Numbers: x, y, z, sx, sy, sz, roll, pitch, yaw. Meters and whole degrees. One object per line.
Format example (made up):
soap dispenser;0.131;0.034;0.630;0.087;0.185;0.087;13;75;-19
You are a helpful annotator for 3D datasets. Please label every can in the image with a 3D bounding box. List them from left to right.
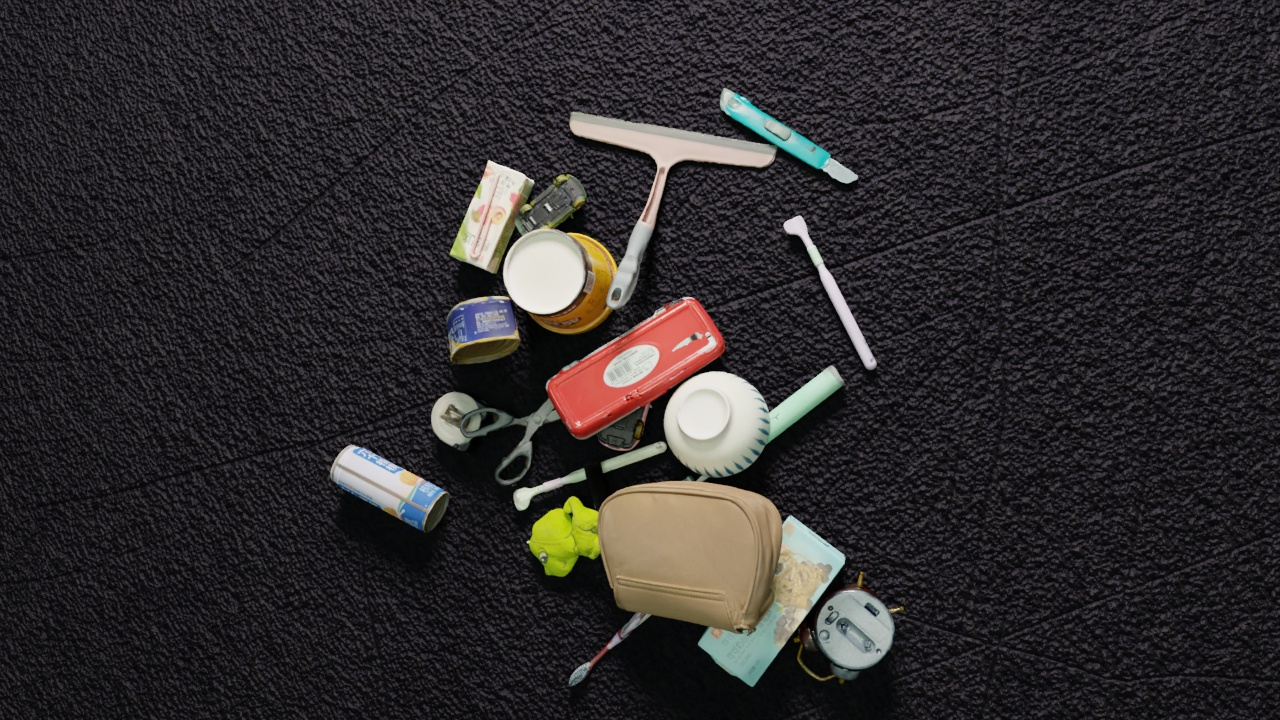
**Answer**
can;-0.297;0.151;1.088;0.134;0.053;0.053;25;92;11
can;-0.178;-0.032;1.031;0.074;0.148;0.049;-8;83;-18

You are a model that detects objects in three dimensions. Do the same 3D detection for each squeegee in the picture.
squeegee;0.004;-0.155;1.027;0.248;0.040;0.249;13;64;10

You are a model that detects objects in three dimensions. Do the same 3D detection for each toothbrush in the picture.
toothbrush;-0.058;0.130;1.060;0.190;0.020;0.029;-21;51;8
toothbrush;-0.016;0.306;1.042;0.188;0.017;0.016;-45;81;7
toothbrush;0.131;0.083;1.021;0.224;0.026;0.027;-39;65;7
toothbrush;0.212;-0.074;1.016;0.029;0.021;0.189;-24;83;-23

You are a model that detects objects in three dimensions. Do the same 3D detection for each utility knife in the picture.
utility knife;0.165;-0.253;1.037;0.187;0.013;0.029;35;83;11

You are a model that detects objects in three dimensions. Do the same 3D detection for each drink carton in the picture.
drink carton;-0.176;-0.169;1.084;0.053;0.045;0.122;24;92;10

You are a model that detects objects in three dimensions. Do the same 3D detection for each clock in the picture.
clock;0.218;0.290;0.978;0.082;0.055;0.122;41;96;9

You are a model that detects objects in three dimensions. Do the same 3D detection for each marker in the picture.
marker;-0.039;0.177;1.042;0.022;0.020;0.132;-15;94;-5

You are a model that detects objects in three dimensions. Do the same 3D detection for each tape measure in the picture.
tape measure;-0.213;0.070;1.086;0.066;0.033;0.066;28;91;11

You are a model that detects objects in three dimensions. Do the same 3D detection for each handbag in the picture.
handbag;0.054;0.202;0.974;0.205;0.099;0.147;0;86;38

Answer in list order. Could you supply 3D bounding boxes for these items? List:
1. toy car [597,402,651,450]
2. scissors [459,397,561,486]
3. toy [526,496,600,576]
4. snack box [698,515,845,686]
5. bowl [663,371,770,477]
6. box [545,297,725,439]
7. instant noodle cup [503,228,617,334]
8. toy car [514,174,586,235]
toy car;-0.014;0.043;1.047;0.056;0.037;0.122;15;78;5
scissors;-0.124;0.073;1.062;0.177;0.014;0.159;8;104;-8
toy;-0.085;0.201;1.047;0.100;0.031;0.097;-1;98;27
snack box;0.142;0.260;0.996;0.074;0.051;0.175;36;94;11
bowl;0.077;0.064;0.996;0.117;0.066;0.116;-7;72;20
box;-0.006;0.006;1.021;0.201;0.047;0.086;-31;76;-5
instant noodle cup;-0.091;-0.092;1.029;0.118;0.114;0.118;-1;87;10
toy car;-0.103;-0.177;1.075;0.091;0.036;0.043;-39;80;8
